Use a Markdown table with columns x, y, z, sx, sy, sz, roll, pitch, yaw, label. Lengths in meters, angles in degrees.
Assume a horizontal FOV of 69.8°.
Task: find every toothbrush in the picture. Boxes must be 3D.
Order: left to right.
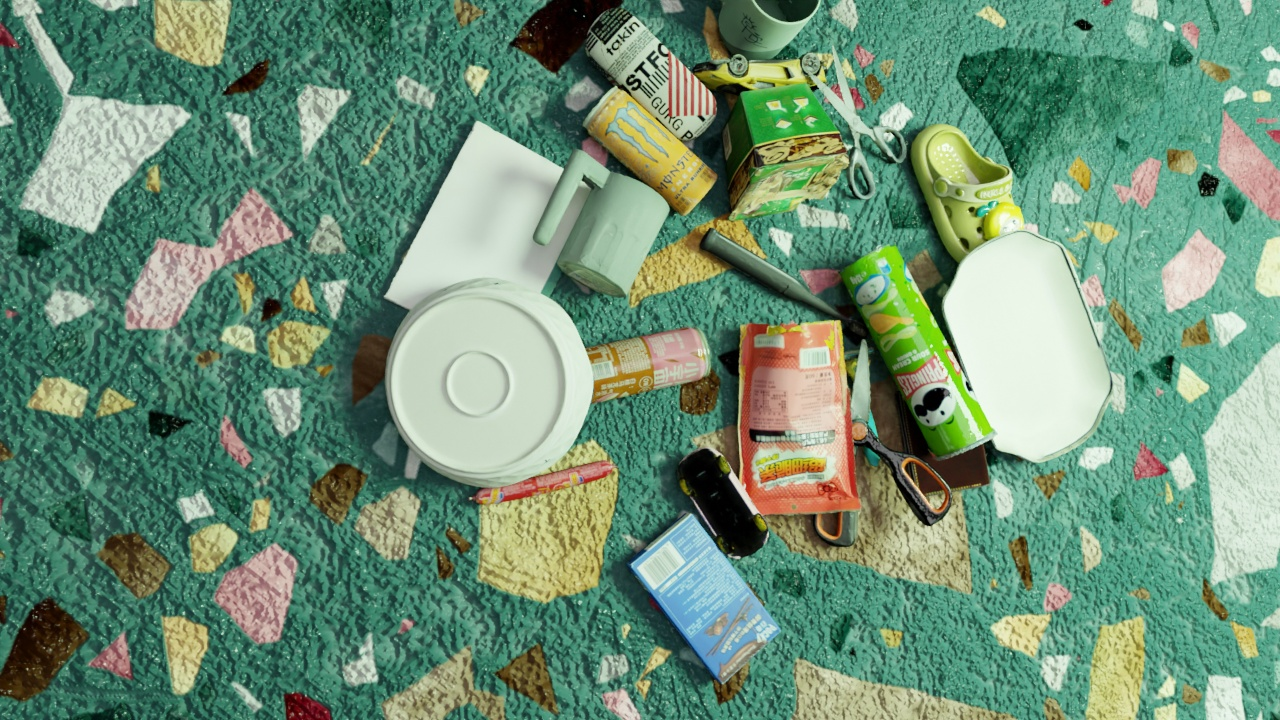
| x | y | z | sx | sy | sz | roll | pitch | yaw | label |
| --- | --- | --- | --- | --- | --- | --- | --- | --- | --- |
| 0.161 | -0.082 | 1.009 | 0.212 | 0.027 | 0.026 | 30 | 115 | -9 | toothbrush |

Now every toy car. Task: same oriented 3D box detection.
| x | y | z | sx | sy | sz | roll | pitch | yaw | label |
| --- | --- | --- | --- | --- | --- | --- | --- | --- | --- |
| 0.086 | 0.147 | 0.955 | 0.056 | 0.037 | 0.122 | -33 | 88 | 15 | toy car |
| 0.129 | -0.310 | 1.001 | 0.155 | 0.071 | 0.041 | -6 | 99 | -19 | toy car |

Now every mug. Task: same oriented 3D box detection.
| x | y | z | sx | sy | sz | roll | pitch | yaw | label |
| --- | --- | --- | --- | --- | --- | --- | --- | --- | --- |
| -0.043 | -0.136 | 0.930 | 0.124 | 0.084 | 0.103 | 31 | 78 | -33 | mug |
| 0.125 | -0.387 | 0.993 | 0.111 | 0.106 | 0.082 | 36 | 78 | -8 | mug |

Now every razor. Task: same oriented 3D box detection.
| x | y | z | sx | sy | sz | roll | pitch | yaw | label |
| --- | --- | --- | --- | --- | --- | --- | --- | --- | --- |
| 0.247 | 0.053 | 1.013 | 0.043 | 0.028 | 0.132 | -11 | 87 | 10 | razor |

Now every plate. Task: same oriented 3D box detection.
| x | y | z | sx | sy | sz | roll | pitch | yaw | label |
| --- | --- | --- | --- | --- | --- | --- | --- | --- | --- |
| -0.151 | 0.021 | 0.883 | 0.205 | 0.045 | 0.205 | 0 | 91 | 5 | plate |
| 0.431 | -0.015 | 1.036 | 0.162 | 0.034 | 0.266 | -27 | 102 | -4 | plate |

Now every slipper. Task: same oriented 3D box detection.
| x | y | z | sx | sy | sz | roll | pitch | yaw | label |
| --- | --- | --- | --- | --- | --- | --- | --- | --- | --- |
| 0.380 | -0.189 | 1.047 | 0.091 | 0.082 | 0.190 | -28 | 88 | -12 | slipper |

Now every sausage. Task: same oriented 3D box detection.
| x | y | z | sx | sy | sz | roll | pitch | yaw | label |
| --- | --- | --- | --- | --- | --- | --- | --- | --- | --- |
| -0.097 | 0.125 | 0.929 | 0.155 | 0.020 | 0.020 | -12 | 86 | -14 | sausage |

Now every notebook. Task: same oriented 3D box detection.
| x | y | z | sx | sy | sz | roll | pitch | yaw | label |
| --- | --- | --- | --- | --- | --- | --- | --- | --- | --- |
| -0.148 | -0.123 | 0.947 | 0.150 | 0.012 | 0.209 | 27 | 79 | -10 | notebook |

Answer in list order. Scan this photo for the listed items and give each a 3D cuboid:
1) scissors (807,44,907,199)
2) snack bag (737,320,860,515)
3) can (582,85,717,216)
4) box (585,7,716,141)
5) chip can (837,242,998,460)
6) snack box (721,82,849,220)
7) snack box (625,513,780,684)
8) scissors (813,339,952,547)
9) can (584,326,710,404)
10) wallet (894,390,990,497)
| x | y | z | sx | sy | sz | roll | pitch | yaw | label |
| --- | --- | --- | --- | --- | --- | --- | --- | --- | --- |
| 0.242 | -0.260 | 1.023 | 0.159 | 0.014 | 0.172 | -3 | 104 | -32 | scissors |
| 0.164 | 0.061 | 0.974 | 0.128 | 0.073 | 0.208 | -3 | 89 | 3 | snack bag |
| 0.011 | -0.221 | 0.973 | 0.146 | 0.058 | 0.058 | 41 | 76 | -6 | can |
| 0.009 | -0.303 | 0.994 | 0.163 | 0.079 | 0.074 | 41 | 99 | -8 | box |
| 0.298 | -0.010 | 0.998 | 0.072 | 0.072 | 0.236 | -24 | 83 | -15 | chip can |
| 0.143 | -0.228 | 0.986 | 0.117 | 0.118 | 0.105 | -13 | 74 | -15 | snack box |
| 0.065 | 0.245 | 0.949 | 0.084 | 0.026 | 0.157 | -38 | 93 | -14 | snack box |
| 0.246 | 0.098 | 0.994 | 0.224 | 0.021 | 0.221 | 23 | 90 | 10 | scissors |
| -0.006 | 0.006 | 0.943 | 0.147 | 0.058 | 0.058 | -12 | 86 | -15 | can |
| 0.342 | 0.088 | 1.038 | 0.096 | 0.020 | 0.122 | -8 | 86 | -10 | wallet |
